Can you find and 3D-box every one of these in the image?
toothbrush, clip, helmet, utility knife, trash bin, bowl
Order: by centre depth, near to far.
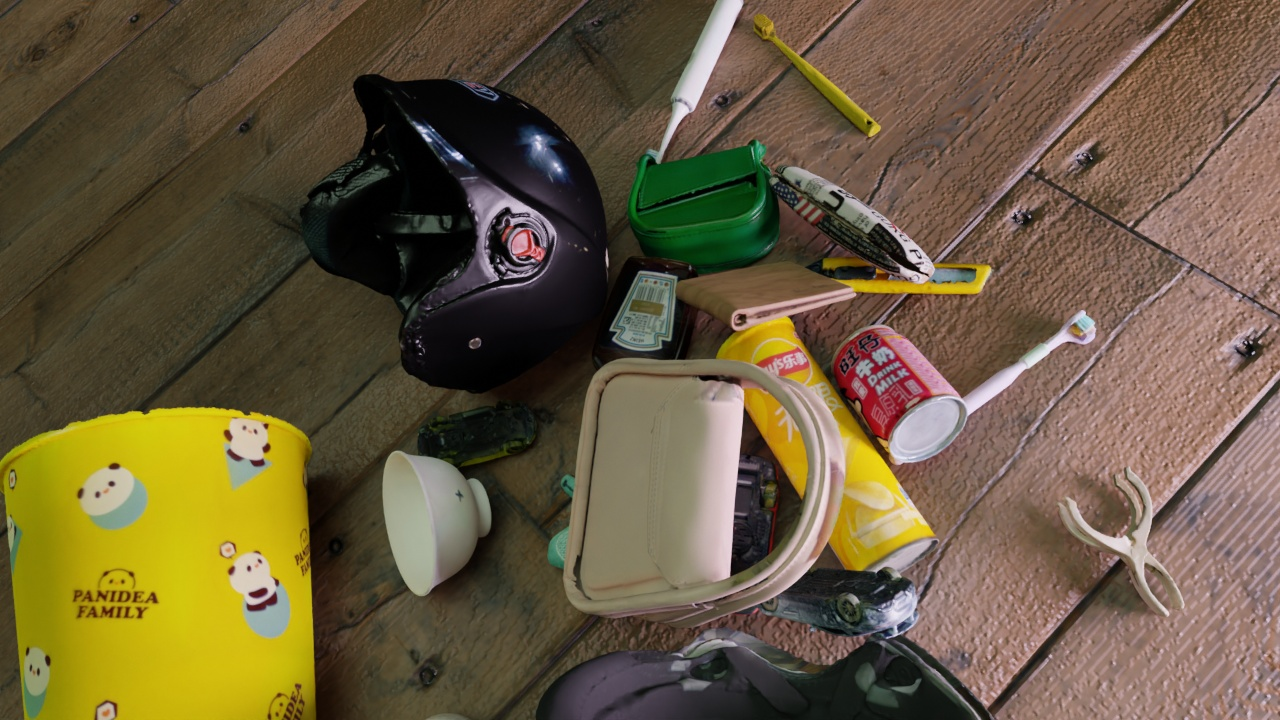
[{"bbox_3d":[0.080,0.272,0.558,0.274,0.230,0.157,-4,96,4],"label":"helmet"},{"bbox_3d":[0.327,0.127,0.642,0.095,0.035,0.101,-2,73,10],"label":"clip"},{"bbox_3d":[-0.358,0.197,0.706,0.230,0.229,0.255,-19,67,7],"label":"trash bin"},{"bbox_3d":[0.272,0.025,0.713,0.189,0.029,0.021,-35,21,0],"label":"toothbrush"},{"bbox_3d":[-0.163,0.127,0.756,0.064,0.119,0.118,-9,55,-33],"label":"bowl"},{"bbox_3d":[-0.140,-0.111,0.758,0.229,0.275,0.233,-25,44,-28],"label":"helmet"},{"bbox_3d":[0.216,-0.073,0.776,0.156,0.015,0.033,2,69,17],"label":"utility knife"},{"bbox_3d":[0.166,-0.279,0.886,0.015,0.016,0.190,-34,61,-2],"label":"toothbrush"},{"bbox_3d":[0.052,-0.277,0.913,0.026,0.027,0.220,23,73,1],"label":"toothbrush"}]

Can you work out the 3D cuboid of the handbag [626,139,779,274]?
[{"bbox_3d":[0.058,-0.143,0.831,0.131,0.068,0.120,-7,57,14],"label":"handbag"}]

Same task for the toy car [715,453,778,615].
[{"bbox_3d":[0.078,0.133,0.702,0.053,0.045,0.120,7,81,18],"label":"toy car"}]

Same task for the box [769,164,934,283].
[{"bbox_3d":[0.176,-0.117,0.762,0.164,0.069,0.052,41,94,28],"label":"box"}]

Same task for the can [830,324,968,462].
[{"bbox_3d":[0.194,0.023,0.699,0.066,0.066,0.093,-30,45,1],"label":"can"}]

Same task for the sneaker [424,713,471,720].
[{"bbox_3d":[-0.123,0.362,0.629,0.118,0.088,0.240,-23,63,5],"label":"sneaker"}]

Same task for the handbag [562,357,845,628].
[{"bbox_3d":[0.045,0.086,0.634,0.235,0.093,0.193,-19,63,54],"label":"handbag"}]

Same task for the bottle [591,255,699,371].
[{"bbox_3d":[-0.005,0.005,0.788,0.080,0.044,0.194,10,70,20],"label":"bottle"}]

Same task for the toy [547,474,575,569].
[{"bbox_3d":[-0.041,0.134,0.747,0.096,0.030,0.091,28,71,33],"label":"toy"}]

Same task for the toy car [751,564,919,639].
[{"bbox_3d":[0.129,0.163,0.624,0.121,0.054,0.037,-5,100,50],"label":"toy car"}]

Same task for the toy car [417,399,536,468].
[{"bbox_3d":[-0.142,0.069,0.805,0.105,0.032,0.048,-15,62,-4],"label":"toy car"}]

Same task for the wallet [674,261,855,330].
[{"bbox_3d":[0.100,-0.056,0.751,0.115,0.020,0.101,-15,23,-20],"label":"wallet"}]

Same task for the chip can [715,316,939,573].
[{"bbox_3d":[0.137,0.065,0.702,0.072,0.072,0.213,-29,61,1],"label":"chip can"}]
